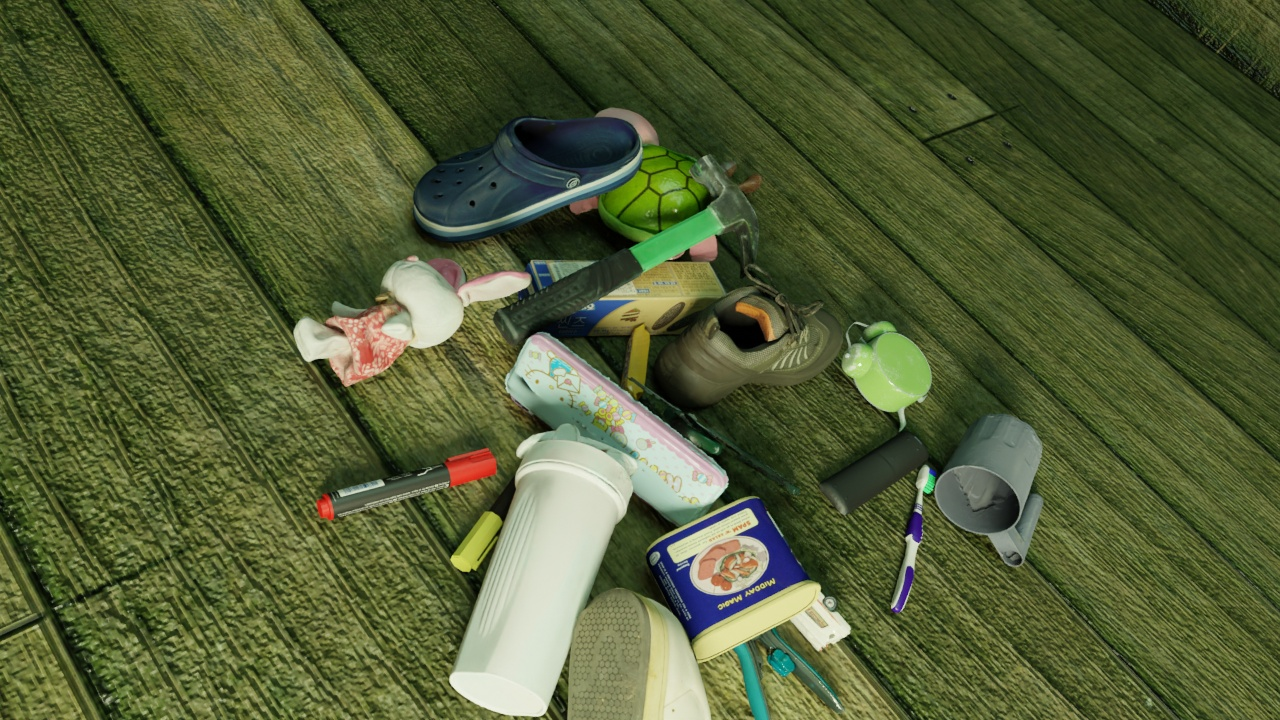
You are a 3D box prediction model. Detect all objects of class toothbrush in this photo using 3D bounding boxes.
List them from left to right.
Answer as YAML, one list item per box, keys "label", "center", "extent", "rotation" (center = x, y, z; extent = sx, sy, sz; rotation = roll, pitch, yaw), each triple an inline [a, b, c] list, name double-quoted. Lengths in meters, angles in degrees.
- label: "toothbrush"
  center: [0.268, 0.170, 0.896]
  extent: [0.016, 0.015, 0.186]
  rotation: [32, 47, -3]

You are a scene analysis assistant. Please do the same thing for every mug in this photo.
- label: "mug"
  center: [0.369, 0.130, 0.941]
  extent: [0.124, 0.084, 0.103]
  rotation: [55, 45, -8]

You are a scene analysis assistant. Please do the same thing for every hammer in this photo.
- label: "hammer"
  center: [-0.006, -0.096, 0.895]
  extent: [0.317, 0.032, 0.130]
  rotation: [-31, 84, -32]

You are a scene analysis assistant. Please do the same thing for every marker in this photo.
- label: "marker"
  center: [-0.187, 0.099, 0.742]
  extent: [0.144, 0.021, 0.023]
  rotation: [-13, 66, -32]
- label: "marker"
  center: [-0.114, 0.124, 0.758]
  extent: [0.021, 0.018, 0.123]
  rotation: [32, 45, 2]

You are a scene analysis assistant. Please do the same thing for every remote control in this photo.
- label: "remote control"
  center: [0.240, 0.111, 0.930]
  extent: [0.151, 0.020, 0.041]
  rotation: [-23, 64, -36]

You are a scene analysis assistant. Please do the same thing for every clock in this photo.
- label: "clock"
  center: [0.269, 0.007, 1.002]
  extent: [0.119, 0.043, 0.094]
  rotation: [47, 47, 2]

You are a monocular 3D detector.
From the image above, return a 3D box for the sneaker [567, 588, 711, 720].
- label: "sneaker"
  center: [0.006, 0.287, 0.641]
  extent: [0.102, 0.089, 0.241]
  rotation: [30, 51, -53]

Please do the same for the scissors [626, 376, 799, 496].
- label: "scissors"
  center: [0.072, 0.075, 0.808]
  extent: [0.201, 0.015, 0.201]
  rotation: [33, 3, -6]

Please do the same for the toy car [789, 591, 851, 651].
- label: "toy car"
  center: [0.131, 0.201, 0.795]
  extent: [0.039, 0.039, 0.113]
  rotation: [-38, 72, -19]

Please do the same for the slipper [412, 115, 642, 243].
- label: "slipper"
  center: [-0.119, -0.206, 0.946]
  extent: [0.252, 0.095, 0.105]
  rotation: [-20, 61, -14]

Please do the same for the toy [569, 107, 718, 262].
- label: "toy"
  center: [0.014, -0.196, 1.033]
  extent: [0.190, 0.088, 0.238]
  rotation: [-15, 55, -13]

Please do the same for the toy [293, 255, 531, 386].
- label: "toy"
  center: [-0.209, -0.044, 0.808]
  extent: [0.193, 0.084, 0.159]
  rotation: [-30, 28, -33]

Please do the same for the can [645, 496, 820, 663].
- label: "can"
  center: [0.072, 0.176, 0.750]
  extent: [0.116, 0.057, 0.092]
  rotation: [-24, 56, -11]

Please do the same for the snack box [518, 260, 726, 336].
- label: "snack box"
  center: [-0.018, -0.063, 0.934]
  extent: [0.206, 0.057, 0.056]
  rotation: [-2, 50, -26]

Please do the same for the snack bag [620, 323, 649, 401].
- label: "snack bag"
  center: [-0.005, 0.005, 0.902]
  extent: [0.020, 0.026, 0.099]
  rotation: [17, 48, -11]

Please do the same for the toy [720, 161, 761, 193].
- label: "toy"
  center: [0.094, -0.222, 1.129]
  extent: [0.101, 0.042, 0.055]
  rotation: [-22, 86, -27]

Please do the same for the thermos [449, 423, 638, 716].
- label: "thermos"
  center: [-0.073, 0.151, 0.703]
  extent: [0.099, 0.100, 0.219]
  rotation: [24, 50, -5]

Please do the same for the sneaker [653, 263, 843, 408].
- label: "sneaker"
  center: [0.130, -0.043, 0.922]
  extent: [0.237, 0.143, 0.101]
  rotation: [-16, 60, -36]

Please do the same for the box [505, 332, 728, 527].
- label: "box"
  center: [-0.014, 0.051, 0.813]
  extent: [0.214, 0.093, 0.088]
  rotation: [37, 47, 8]

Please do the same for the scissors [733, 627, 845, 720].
- label: "scissors"
  center: [0.102, 0.250, 0.751]
  extent: [0.156, 0.019, 0.124]
  rotation: [31, 45, 5]
